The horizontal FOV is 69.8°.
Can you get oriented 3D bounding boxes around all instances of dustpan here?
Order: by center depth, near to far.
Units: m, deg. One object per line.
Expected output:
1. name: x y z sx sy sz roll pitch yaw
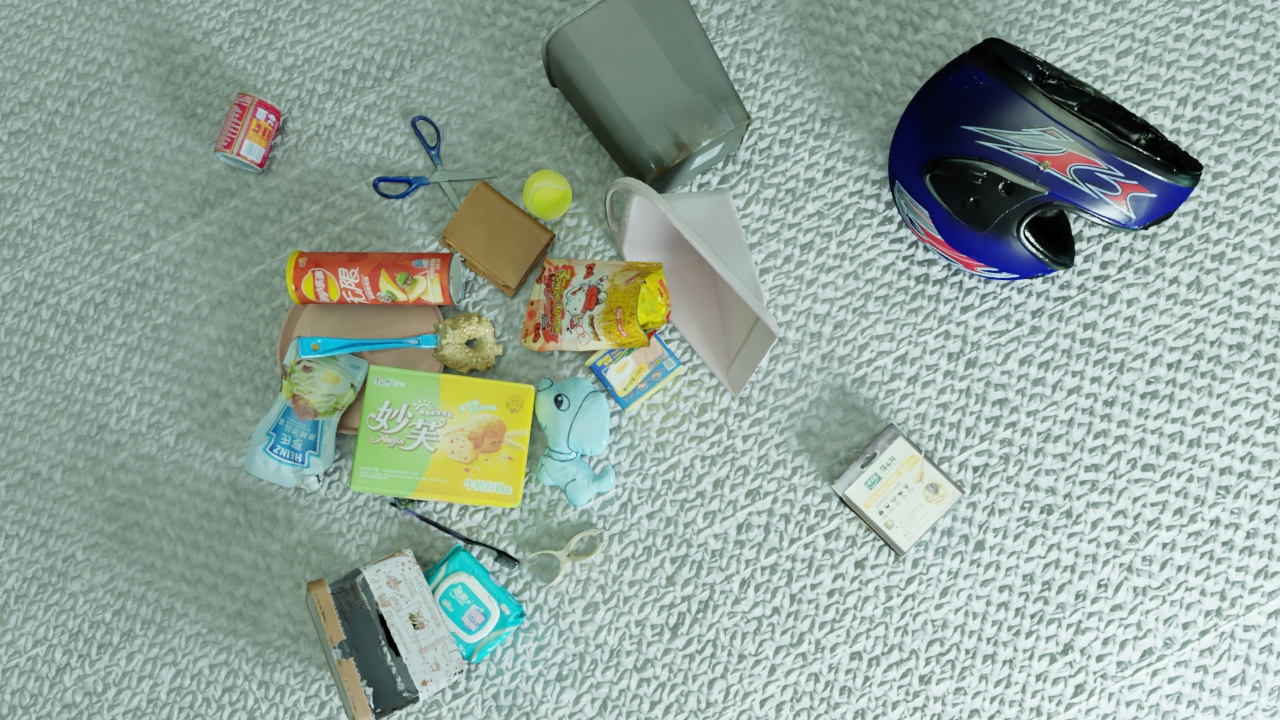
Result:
1. dustpan: 0.048 -0.092 1.120 0.138 0.223 0.273 -8 68 -10

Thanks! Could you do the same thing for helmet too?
1. helmet: 0.448 -0.212 1.091 0.315 0.246 0.241 38 128 14

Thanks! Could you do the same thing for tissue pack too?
1. tissue pack: -0.218 0.305 1.154 0.133 0.050 0.093 44 88 9

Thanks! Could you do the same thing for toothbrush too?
1. toothbrush: -0.242 0.226 1.186 0.189 0.014 0.017 24 96 7

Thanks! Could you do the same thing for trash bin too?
1. trash bin: 0.016 -0.342 1.172 0.198 0.199 0.219 -33 87 -2

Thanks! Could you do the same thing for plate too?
1. plate: -0.368 -0.015 1.222 0.229 0.028 0.229 -1 82 4

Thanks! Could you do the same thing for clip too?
1. clip: -0.088 0.246 1.164 0.100 0.034 0.070 -28 82 4

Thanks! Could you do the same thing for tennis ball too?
1. tennis ball: -0.124 -0.220 1.218 0.065 0.065 0.065 -1 81 3

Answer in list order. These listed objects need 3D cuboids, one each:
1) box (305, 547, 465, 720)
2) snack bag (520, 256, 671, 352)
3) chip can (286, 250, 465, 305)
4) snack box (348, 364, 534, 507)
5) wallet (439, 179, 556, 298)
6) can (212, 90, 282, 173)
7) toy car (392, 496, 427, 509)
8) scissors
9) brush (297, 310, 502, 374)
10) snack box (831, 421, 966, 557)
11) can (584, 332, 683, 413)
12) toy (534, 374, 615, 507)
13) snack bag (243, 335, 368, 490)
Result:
1. box: -0.334 0.339 1.090 0.147 0.147 0.181 -34 79 33
2. snack bag: -0.063 -0.071 1.162 0.208 0.073 0.128 4 81 36
3. chip can: -0.340 -0.105 1.184 0.216 0.073 0.073 2 82 4
4. snack box: -0.246 0.098 1.151 0.210 0.070 0.157 8 79 -9
5. wallet: -0.193 -0.162 1.227 0.132 0.031 0.108 37 95 11
6. can: -0.536 -0.313 1.257 0.066 0.066 0.093 16 83 6
7. toy car: -0.275 0.163 1.187 0.090 0.034 0.043 -20 79 -12
8. scissors: -0.285 -0.261 1.262 0.175 0.012 0.162 -9 82 0
9. brush: -0.299 -0.020 1.160 0.254 0.046 0.083 -3 90 -25
10. snack box: 0.317 0.160 1.141 0.113 0.053 0.125 -45 81 -3
11. can: -0.007 0.007 1.183 0.102 0.057 0.083 -38 83 -3
12. toy: -0.085 0.094 1.175 0.161 0.049 0.156 35 97 17
13. snack bag: -0.431 0.071 1.183 0.110 0.039 0.191 20 85 -4
